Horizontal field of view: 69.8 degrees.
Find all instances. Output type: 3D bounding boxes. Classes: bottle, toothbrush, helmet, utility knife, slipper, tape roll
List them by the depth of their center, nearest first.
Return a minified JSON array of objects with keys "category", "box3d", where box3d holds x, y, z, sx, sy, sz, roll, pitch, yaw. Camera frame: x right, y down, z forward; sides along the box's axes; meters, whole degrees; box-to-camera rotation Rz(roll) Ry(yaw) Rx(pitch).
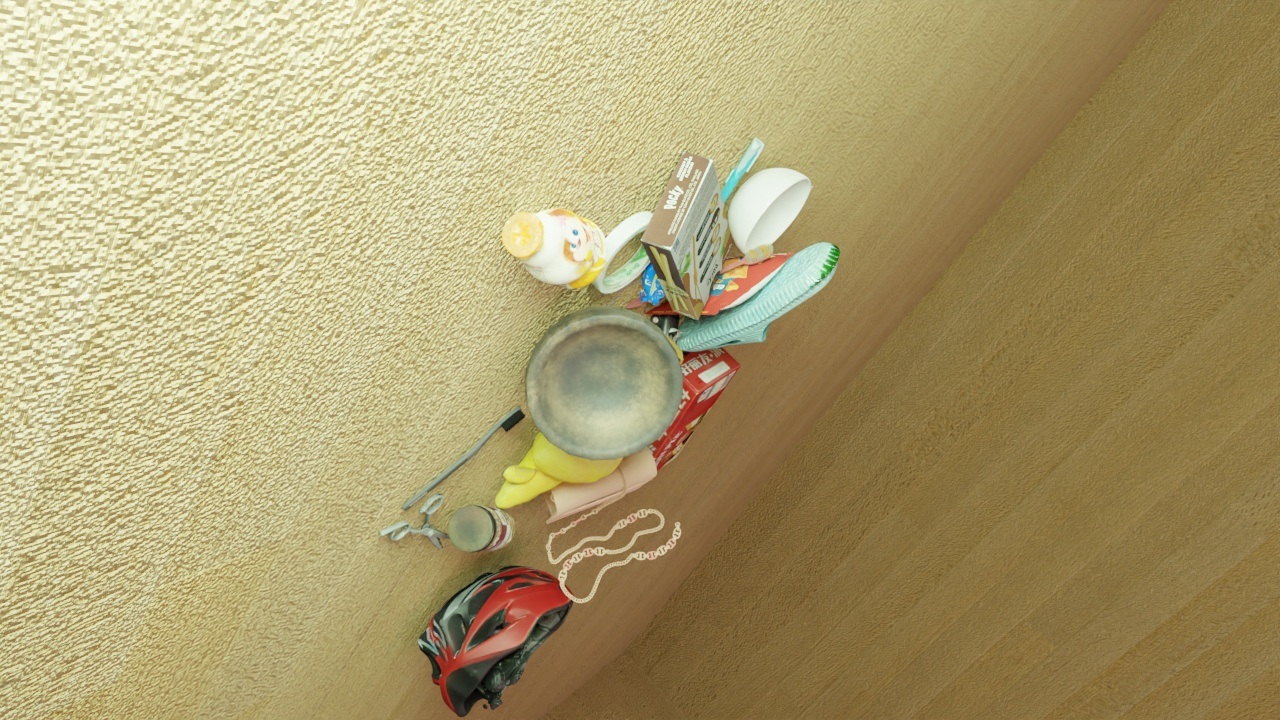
[{"category":"bottle","box3d":[-0.072,-0.095,0.757,0.063,0.063,0.108,-50,162,12]},{"category":"tape roll","box3d":[-0.014,-0.109,0.933,0.093,0.018,0.094,-40,162,-17]},{"category":"toothbrush","box3d":[-0.194,0.108,1.007,0.167,0.013,0.013,-40,162,-14]},{"category":"utility knife","box3d":[0.094,-0.184,1.022,0.149,0.015,0.022,-56,-177,32]},{"category":"toothbrush","box3d":[0.068,-0.096,1.061,0.184,0.015,0.016,-22,160,-4]},{"category":"slipper","box3d":[0.145,-0.063,1.136,0.277,0.069,0.115,-26,-157,46]},{"category":"bottle","box3d":[-0.195,0.209,1.138,0.056,0.056,0.105,-46,167,-2]},{"category":"helmet","box3d":[-0.208,0.404,1.370,0.218,0.167,0.271,-53,162,19]}]

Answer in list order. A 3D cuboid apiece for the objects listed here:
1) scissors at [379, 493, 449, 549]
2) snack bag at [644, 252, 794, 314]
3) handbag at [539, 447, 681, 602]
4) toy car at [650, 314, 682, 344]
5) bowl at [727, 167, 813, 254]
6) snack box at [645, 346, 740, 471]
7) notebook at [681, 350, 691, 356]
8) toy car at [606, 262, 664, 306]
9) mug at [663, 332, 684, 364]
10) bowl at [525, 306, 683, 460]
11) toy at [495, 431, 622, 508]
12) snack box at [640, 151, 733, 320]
[{"category":"scissors","box3d":[-0.257,0.203,1.067,0.120,0.014,0.160,-34,156,-38]},{"category":"snack bag","box3d":[0.095,-0.089,1.102,0.143,0.039,0.131,-37,-157,-29]},{"category":"handbag","box3d":[-0.031,0.220,1.276,0.198,0.187,0.117,-19,174,-21]},{"category":"toy car","box3d":[0.032,-0.022,1.156,0.040,0.037,0.092,12,87,-68]},{"category":"bowl","box3d":[0.143,-0.183,1.080,0.114,0.050,0.115,-41,162,-17]},{"category":"snack box","box3d":[0.049,0.082,1.363,0.112,0.060,0.237,-31,158,-44]},{"category":"notebook","box3d":[-0.005,0.051,1.302,0.210,0.022,0.169,-40,162,-18]},{"category":"toy car","box3d":[-0.004,-0.092,0.995,0.062,0.033,0.092,4,120,-12]},{"category":"mug","box3d":[-0.006,0.006,1.057,0.123,0.100,0.094,21,111,-49]},{"category":"bowl","box3d":[-0.040,0.018,0.956,0.162,0.162,0.070,-50,-160,11]},{"category":"toy","box3d":[-0.097,0.122,1.144,0.208,0.092,0.133,-32,171,25]},{"category":"snack box","box3d":[0.053,-0.124,0.956,0.101,0.032,0.186,-65,162,-12]}]
